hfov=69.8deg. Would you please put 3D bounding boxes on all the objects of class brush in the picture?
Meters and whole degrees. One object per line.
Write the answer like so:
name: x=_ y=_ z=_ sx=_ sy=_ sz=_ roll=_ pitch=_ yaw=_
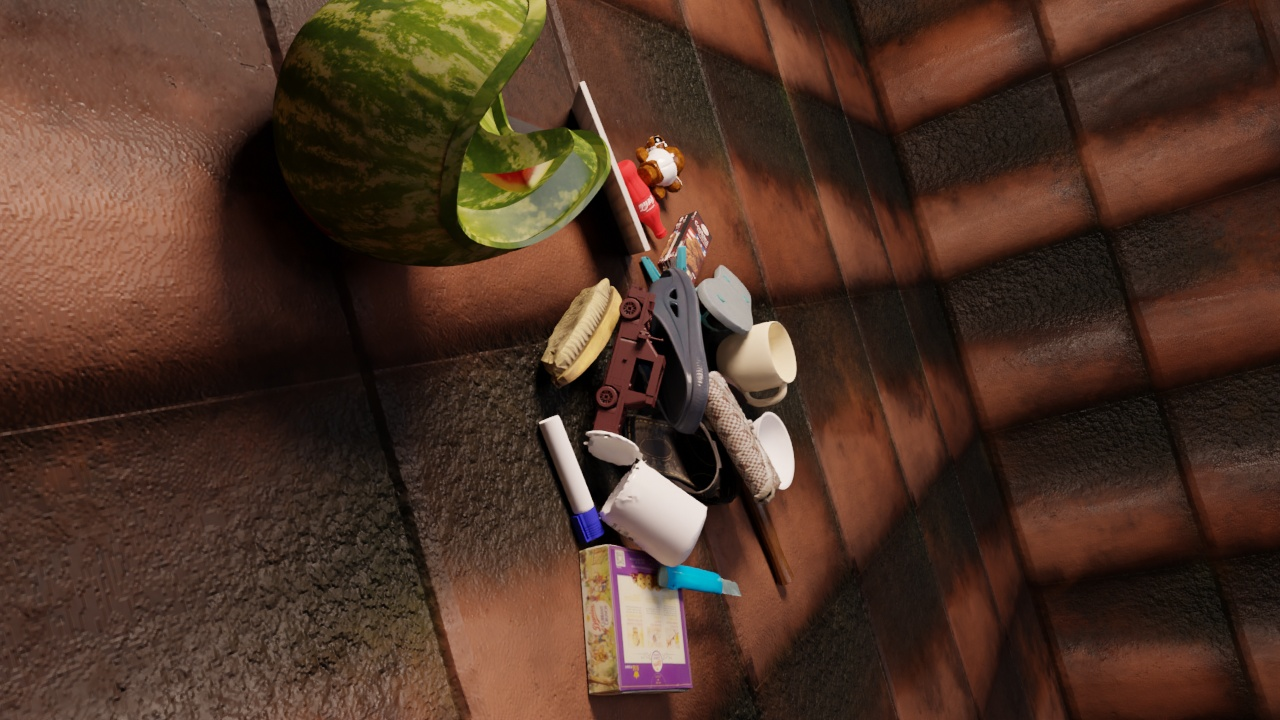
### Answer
brush: x=-0.064 y=-0.036 z=1.029 sx=0.043 sy=0.059 sz=0.194 roll=51 pitch=33 yaw=-18

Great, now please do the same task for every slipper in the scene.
slipper: x=0.067 y=0.121 z=1.149 sx=0.267 sy=0.076 sz=0.112 roll=27 pitch=52 yaw=-52
slipper: x=0.023 y=-0.017 z=1.128 sx=0.083 sy=0.111 sz=0.267 roll=9 pitch=38 yaw=-14
slipper: x=0.123 y=-0.080 z=1.366 sx=0.098 sy=0.055 sz=0.268 roll=45 pitch=19 yaw=-1

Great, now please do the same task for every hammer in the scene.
hammer: x=0.155 y=0.174 z=1.322 sx=0.115 sy=0.033 sz=0.323 roll=-35 pitch=105 yaw=-58

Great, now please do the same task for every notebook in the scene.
notebook: x=-0.039 y=-0.233 z=1.152 sx=0.142 sy=0.009 sz=0.210 roll=-150 pitch=-143 yaw=-81

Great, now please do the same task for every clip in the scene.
clip: x=0.059 y=-0.094 z=1.241 sx=0.028 sy=0.114 sz=0.127 roll=-17 pitch=103 yaw=-65

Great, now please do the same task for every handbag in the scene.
handbag: x=0.127 y=0.094 z=1.187 sx=0.185 sy=0.047 sz=0.124 roll=61 pitch=9 yaw=8

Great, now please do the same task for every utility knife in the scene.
utility knife: x=0.071 y=0.257 z=1.062 sx=0.205 sy=0.015 sz=0.031 roll=28 pitch=51 yaw=-52

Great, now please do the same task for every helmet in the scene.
helmet: x=-0.174 y=-0.194 z=0.741 sx=0.243 sy=0.247 sz=0.213 roll=-49 pitch=148 yaw=-12

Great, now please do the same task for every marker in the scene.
marker: x=-0.073 y=0.124 z=0.960 sx=0.027 sy=0.023 sz=0.133 roll=-25 pitch=97 yaw=-39

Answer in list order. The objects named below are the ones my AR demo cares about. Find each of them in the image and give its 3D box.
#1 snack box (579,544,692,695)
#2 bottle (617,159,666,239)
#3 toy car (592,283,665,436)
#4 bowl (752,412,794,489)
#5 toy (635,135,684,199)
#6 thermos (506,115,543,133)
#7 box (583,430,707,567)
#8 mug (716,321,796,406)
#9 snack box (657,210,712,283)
snack box: x=-0.003 y=0.278 z=0.977 sx=0.143 sy=0.041 sz=0.147 roll=26 pitch=52 yaw=-53
bottle: x=0.001 y=-0.218 z=1.264 sx=0.119 sy=0.036 sz=0.036 roll=56 pitch=33 yaw=-28
toy car: x=-0.006 y=0.006 z=1.026 sx=0.070 sy=0.062 sz=0.169 roll=64 pitch=40 yaw=-82
bowl: x=0.175 y=0.131 z=1.301 sx=0.110 sy=0.041 sz=0.109 roll=29 pitch=53 yaw=-49
toy: x=0.025 y=-0.276 z=1.319 sx=0.112 sy=0.067 sz=0.087 roll=-42 pitch=111 yaw=-49
thermos: x=-0.126 y=-0.232 z=1.025 sx=0.231 sy=0.061 sz=0.061 roll=2 pitch=73 yaw=-60
box: x=-0.006 y=0.144 z=0.988 sx=0.166 sy=0.083 sz=0.092 roll=34 pitch=68 yaw=-3
mug: x=0.168 y=0.011 z=1.361 sx=0.096 sy=0.100 sz=0.120 roll=-3 pitch=79 yaw=-59
snack box: x=0.067 y=-0.162 z=1.353 sx=0.051 sy=0.032 sz=0.140 roll=57 pitch=32 yaw=-25
